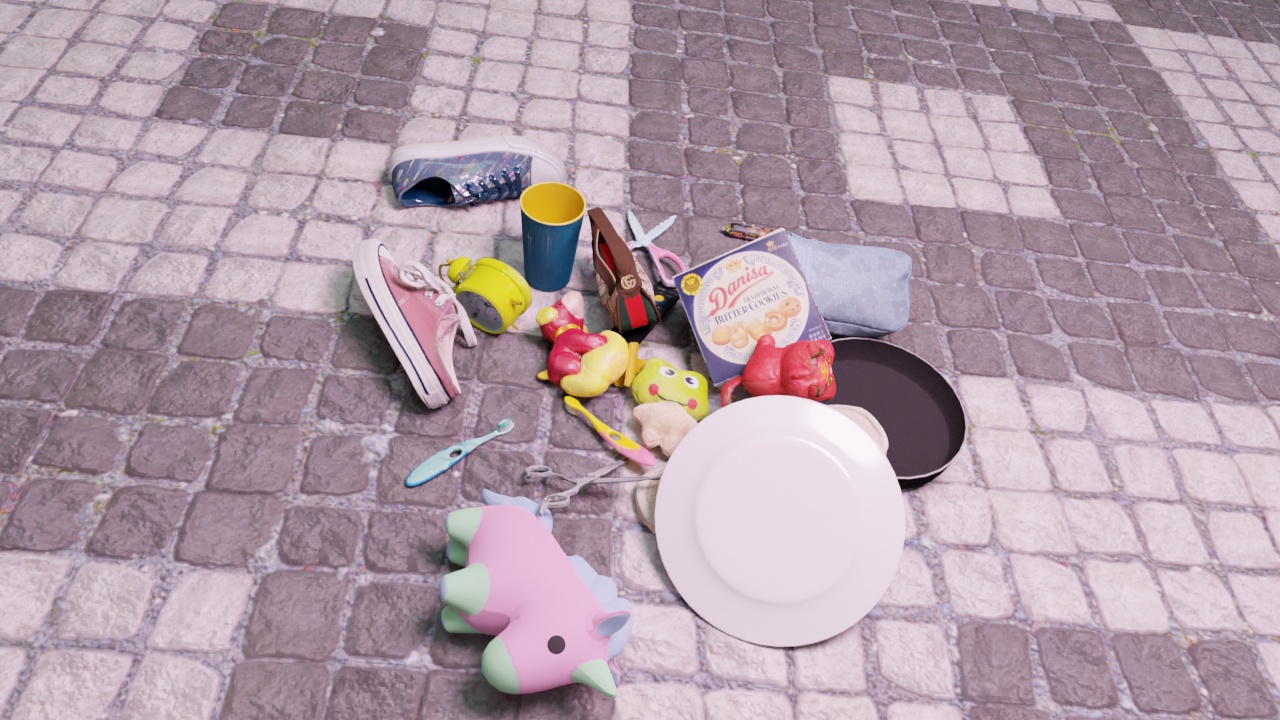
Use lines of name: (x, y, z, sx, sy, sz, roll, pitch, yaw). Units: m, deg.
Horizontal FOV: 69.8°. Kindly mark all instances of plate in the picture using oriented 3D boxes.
plate: (0.134, 0.152, 0.891, 0.242, 0.016, 0.242, -1, 78, 6)

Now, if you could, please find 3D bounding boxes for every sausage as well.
sausage: (0.188, -0.168, 1.260, 0.155, 0.020, 0.020, 12, 48, 1)

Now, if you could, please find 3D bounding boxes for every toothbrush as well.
toothbrush: (-0.035, 0.079, 1.000, 0.135, 0.016, 0.021, 34, 47, 27)
toothbrush: (-0.188, 0.095, 0.969, 0.135, 0.017, 0.022, -30, 63, -31)

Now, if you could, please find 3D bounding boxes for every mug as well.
mug: (-0.110, -0.147, 1.122, 0.078, 0.122, 0.078, 5, 49, -5)

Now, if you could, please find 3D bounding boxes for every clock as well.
clock: (-0.185, -0.082, 1.081, 0.119, 0.083, 0.056, 28, 57, 11)

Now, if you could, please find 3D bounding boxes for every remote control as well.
remote control: (0.007, -0.054, 1.129, 0.041, 0.020, 0.151, 20, 47, 24)

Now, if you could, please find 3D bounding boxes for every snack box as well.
snack box: (0.128, -0.058, 1.066, 0.144, 0.042, 0.145, -23, 78, 10)

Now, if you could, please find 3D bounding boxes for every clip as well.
clip: (-0.009, 0.006, 1.064, 0.045, 0.048, 0.054, 4, 85, 15)

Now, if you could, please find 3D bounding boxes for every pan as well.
pan: (0.253, 0.114, 1.009, 0.204, 0.044, 0.354, 15, 49, 4)

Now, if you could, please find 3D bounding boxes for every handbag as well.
handbag: (0.232, -0.090, 1.136, 0.192, 0.119, 0.121, 5, 84, -5)
handbag: (-0.028, -0.114, 1.080, 0.063, 0.138, 0.166, -18, 35, -2)

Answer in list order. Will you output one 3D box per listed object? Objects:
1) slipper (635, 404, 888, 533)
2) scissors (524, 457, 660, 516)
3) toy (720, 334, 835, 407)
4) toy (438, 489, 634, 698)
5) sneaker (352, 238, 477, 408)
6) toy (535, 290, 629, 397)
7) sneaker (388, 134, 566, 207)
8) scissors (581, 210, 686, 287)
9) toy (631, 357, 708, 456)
slipper: (0.124, 0.109, 0.957, 0.272, 0.054, 0.114, -17, 45, -3)
scissors: (-0.060, 0.125, 0.927, 0.142, 0.014, 0.174, 4, 14, 20)
toy: (0.145, 0.016, 0.986, 0.133, 0.094, 0.088, -15, 92, 11)
toy: (-0.094, 0.204, 0.836, 0.171, 0.120, 0.221, 1, 42, -7)
sneaker: (-0.250, -0.058, 1.037, 0.088, 0.118, 0.241, -30, 63, -7)
toy: (-0.075, -0.011, 1.052, 0.105, 0.067, 0.137, -34, 57, -4)
sneaker: (-0.215, -0.241, 1.216, 0.235, 0.088, 0.079, -1, 55, -7)
scissors: (-0.010, -0.146, 1.205, 0.168, 0.014, 0.170, -13, 47, -11)
toy: (0.031, 0.053, 1.025, 0.092, 0.043, 0.117, 21, 52, -4)
